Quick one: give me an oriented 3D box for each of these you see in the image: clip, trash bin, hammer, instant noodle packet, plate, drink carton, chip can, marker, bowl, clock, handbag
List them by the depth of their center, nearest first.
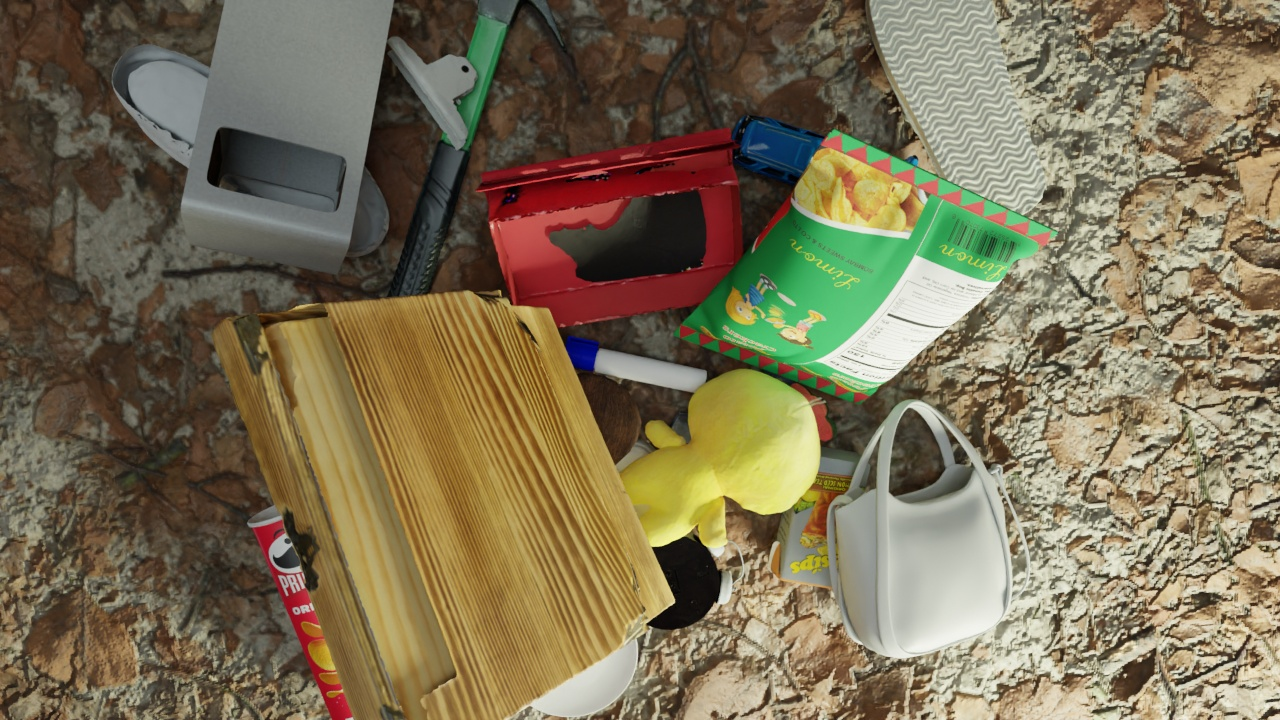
[{"bbox_3d":[-0.276,-0.199,0.729,0.114,0.115,0.228,11,80,-21],"label":"trash bin"},{"bbox_3d":[0.169,-0.059,0.746,0.195,0.090,0.254,20,140,-15],"label":"instant noodle packet"},{"bbox_3d":[-0.171,-0.234,0.783,0.052,0.057,0.102,-31,100,29],"label":"clip"},{"bbox_3d":[-0.165,-0.193,0.821,0.130,0.032,0.319,20,99,-4],"label":"hammer"},{"bbox_3d":[-0.054,0.053,0.829,0.114,0.026,0.102,-35,68,-23],"label":"bowl"},{"bbox_3d":[0.263,0.145,0.849,0.215,0.096,0.222,-7,93,-27],"label":"handbag"},{"bbox_3d":[-0.005,0.005,0.857,0.133,0.023,0.027,12,77,-3],"label":"marker"},{"bbox_3d":[-0.293,0.238,0.865,0.069,0.069,0.220,-18,99,2],"label":"chip can"},{"bbox_3d":[0.169,0.147,0.868,0.076,0.048,0.125,10,98,-2],"label":"drink carton"},{"bbox_3d":[0.038,0.204,0.882,0.122,0.035,0.094,-14,99,1],"label":"clock"},{"bbox_3d":[-0.070,0.286,0.905,0.134,0.011,0.134,0,99,-1],"label":"plate"}]

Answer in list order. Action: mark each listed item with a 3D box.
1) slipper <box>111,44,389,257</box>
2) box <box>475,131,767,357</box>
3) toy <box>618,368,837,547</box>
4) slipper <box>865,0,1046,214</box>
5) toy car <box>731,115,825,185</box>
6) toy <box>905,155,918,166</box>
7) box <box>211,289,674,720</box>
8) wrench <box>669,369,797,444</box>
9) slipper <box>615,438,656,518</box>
[{"bbox_3d":[-0.333,-0.172,0.798,0.246,0.074,0.112,33,88,-14],"label":"slipper"},{"bbox_3d":[-0.014,-0.083,0.752,0.213,0.153,0.165,-10,139,-1],"label":"box"},{"bbox_3d":[0.075,0.085,0.808,0.208,0.092,0.134,-33,75,2],"label":"toy"},{"bbox_3d":[0.277,-0.245,0.808,0.115,0.052,0.263,-23,95,1],"label":"slipper"},{"bbox_3d":[0.139,-0.181,0.820,0.120,0.043,0.056,18,98,-4],"label":"toy car"},{"bbox_3d":[0.189,-0.108,0.809,0.176,0.112,0.071,-44,83,14],"label":"toy"},{"bbox_3d":[-0.154,0.113,0.654,0.287,0.334,0.279,-27,79,20],"label":"box"},{"bbox_3d":[0.130,0.015,0.861,0.273,0.022,0.073,-41,98,6],"label":"wrench"},{"bbox_3d":[-0.099,0.155,0.840,0.266,0.080,0.113,-23,78,5],"label":"slipper"}]
